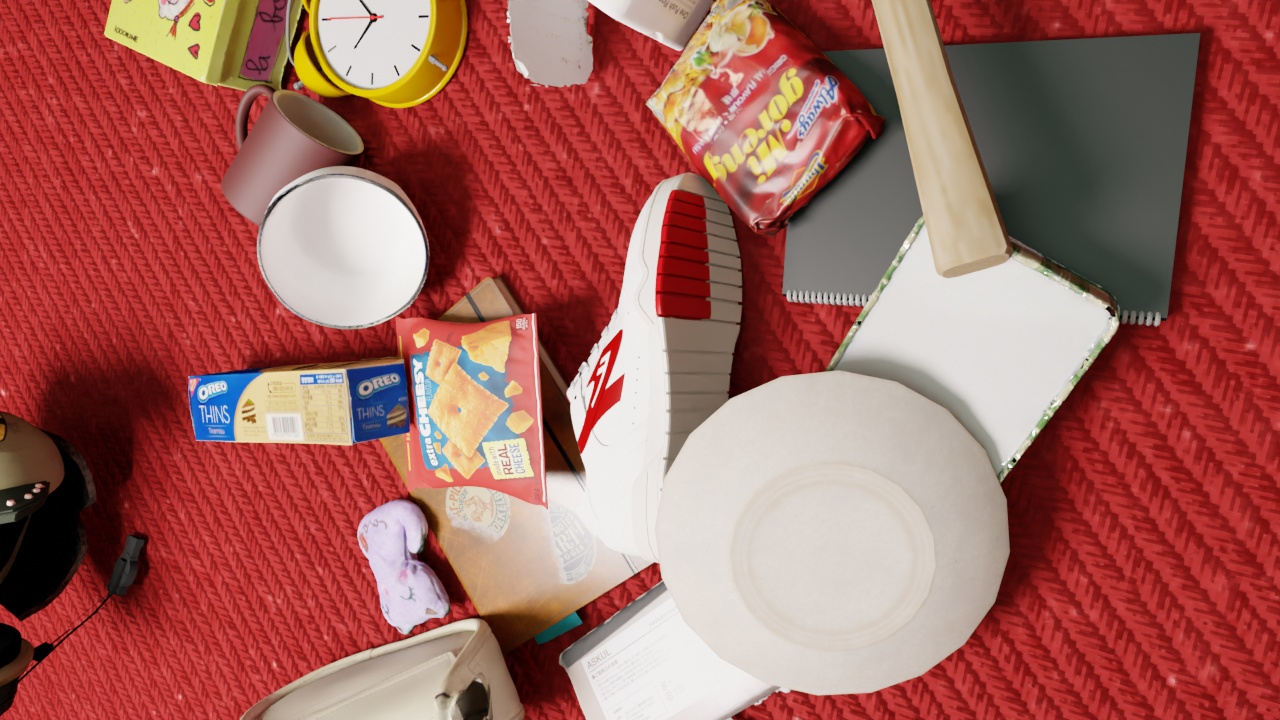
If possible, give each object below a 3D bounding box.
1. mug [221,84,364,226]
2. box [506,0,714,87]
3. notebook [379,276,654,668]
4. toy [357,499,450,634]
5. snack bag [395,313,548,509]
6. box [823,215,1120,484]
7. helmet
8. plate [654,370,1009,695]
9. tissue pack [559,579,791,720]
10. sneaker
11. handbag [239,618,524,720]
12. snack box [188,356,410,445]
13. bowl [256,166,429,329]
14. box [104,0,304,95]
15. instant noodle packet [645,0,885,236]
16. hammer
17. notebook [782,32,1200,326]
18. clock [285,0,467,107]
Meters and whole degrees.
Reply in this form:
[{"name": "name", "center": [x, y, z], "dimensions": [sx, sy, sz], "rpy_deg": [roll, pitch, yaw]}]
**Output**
[{"name": "mug", "center": [-0.273, -0.159, 0.696], "dimensions": [0.105, 0.073, 0.083], "rpy_deg": [46, 112, 12]}, {"name": "box", "center": [-0.033, -0.212, 0.560], "dimensions": [0.103, 0.109, 0.130], "rpy_deg": [40, 109, 17]}, {"name": "notebook", "center": [-0.093, 0.081, 0.668], "dimensions": [0.179, 0.014, 0.249], "rpy_deg": [-37, 80, 24]}, {"name": "toy", "center": [-0.181, 0.157, 0.704], "dimensions": [0.080, 0.036, 0.099], "rpy_deg": [-30, 81, 34]}, {"name": "snack bag", "center": [-0.119, 0.033, 0.643], "dimensions": [0.144, 0.039, 0.131], "rpy_deg": [1, 96, 38]}, {"name": "box", "center": [0.158, 0.026, 0.515], "dimensions": [0.118, 0.050, 0.206], "rpy_deg": [31, 115, 13]}, {"name": "helmet", "center": [-0.555, 0.146, 0.748], "dimensions": [0.233, 0.255, 0.250], "rpy_deg": [21, 102, 19]}, {"name": "plate", "center": [0.101, 0.101, 0.490], "dimensions": [0.189, 0.027, 0.189], "rpy_deg": [2, 103, 7]}, {"name": "tissue pack", "center": [0.041, 0.193, 0.597], "dimensions": [0.182, 0.071, 0.104], "rpy_deg": [-40, 63, 20]}, {"name": "sneaker", "center": [-0.003, 0.004, 0.579], "dimensions": [0.104, 0.090, 0.236], "rpy_deg": [1, 89, 37]}, {"name": "handbag", "center": [-0.183, 0.280, 0.650], "dimensions": [0.229, 0.184, 0.132], "rpy_deg": [-26, 87, 8]}, {"name": "snack box", "center": [-0.267, 0.031, 0.705], "dimensions": [0.207, 0.056, 0.057], "rpy_deg": [-2, 95, 35]}, {"name": "bowl", "center": [-0.210, -0.087, 0.658], "dimensions": [0.116, 0.065, 0.116], "rpy_deg": [-6, 120, -10]}, {"name": "box", "center": [-0.312, -0.328, 0.694], "dimensions": [0.124, 0.082, 0.221], "rpy_deg": [30, 108, 20]}, {"name": "instant noodle packet", "center": [0.068, -0.149, 0.546], "dimensions": [0.099, 0.039, 0.135], "rpy_deg": [-46, 65, 22]}, {"name": "hammer", "center": [0.132, -0.200, 0.477], "dimensions": [0.117, 0.051, 0.322], "rpy_deg": [-16, 76, 21]}, {"name": "notebook", "center": [0.187, -0.101, 0.518], "dimensions": [0.207, 0.016, 0.149], "rpy_deg": [6, 97, 25]}, {"name": "clock", "center": [-0.197, -0.245, 0.665], "dimensions": [0.152, 0.052, 0.113], "rpy_deg": [7, 98, 21]}]
